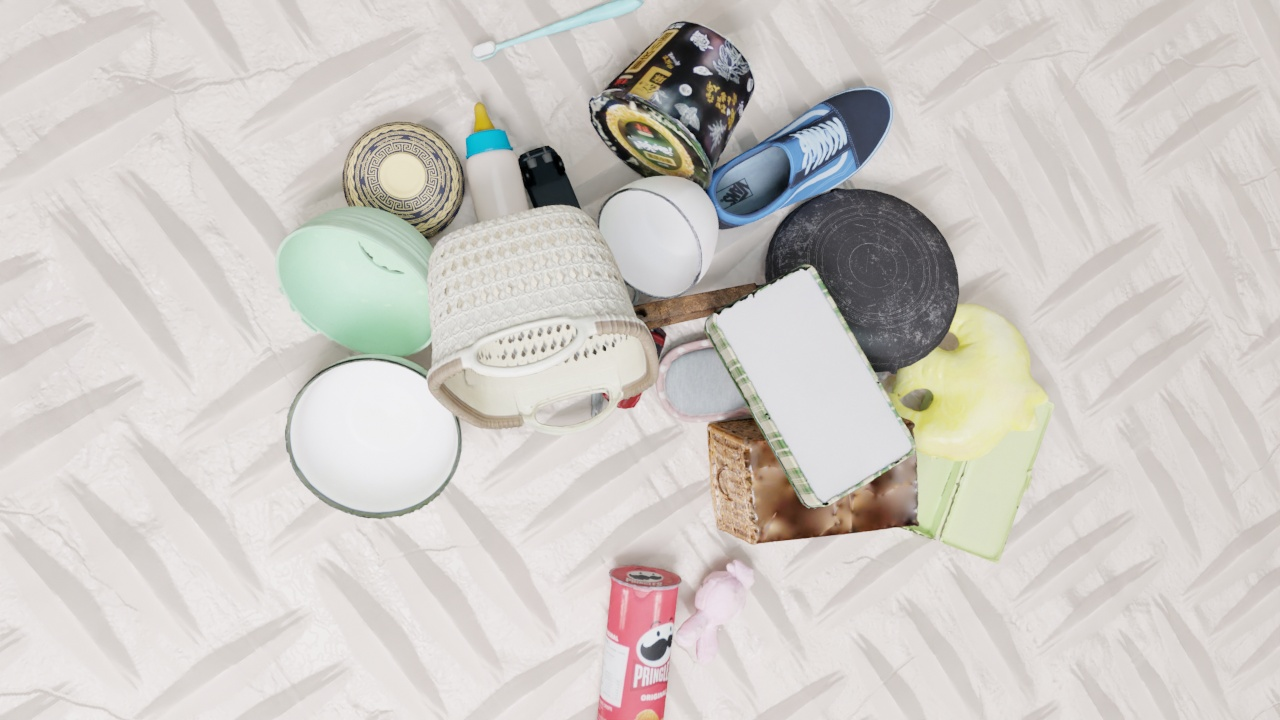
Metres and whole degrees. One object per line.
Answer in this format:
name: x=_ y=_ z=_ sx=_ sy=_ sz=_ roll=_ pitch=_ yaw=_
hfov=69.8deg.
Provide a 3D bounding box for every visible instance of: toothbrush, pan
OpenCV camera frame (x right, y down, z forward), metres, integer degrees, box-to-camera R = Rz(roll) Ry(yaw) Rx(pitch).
toothbrush: x=-0.079 y=-0.325 z=0.891 sx=0.180 sy=0.016 sz=0.016 roll=-22 pitch=98 yaw=-11
pan: x=0.154 y=-0.074 z=0.911 sx=0.356 sy=0.040 sz=0.207 roll=-11 pitch=73 yaw=-11

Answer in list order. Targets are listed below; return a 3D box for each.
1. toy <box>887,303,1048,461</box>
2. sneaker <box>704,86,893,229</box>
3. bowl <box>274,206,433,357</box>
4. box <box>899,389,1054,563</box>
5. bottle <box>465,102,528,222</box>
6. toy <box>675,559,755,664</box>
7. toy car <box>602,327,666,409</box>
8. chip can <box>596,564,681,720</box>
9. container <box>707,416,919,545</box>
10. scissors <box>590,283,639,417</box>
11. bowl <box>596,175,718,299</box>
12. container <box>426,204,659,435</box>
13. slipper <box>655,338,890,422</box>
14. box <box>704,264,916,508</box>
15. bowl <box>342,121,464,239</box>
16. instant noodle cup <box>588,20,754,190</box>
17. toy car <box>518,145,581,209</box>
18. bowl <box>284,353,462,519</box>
toy: x=0.341 y=0.028 z=0.956 sx=0.155 sy=0.064 sz=0.170 roll=22 pitch=87 yaw=11
sneaker: x=0.165 y=-0.200 z=0.910 sx=0.241 sy=0.098 sz=0.083 roll=-31 pitch=100 yaw=-9
bowl: x=-0.240 y=-0.080 z=0.824 sx=0.151 sy=0.151 sz=0.076 roll=30 pitch=45 yaw=-13
box: x=0.355 y=0.111 z=1.001 sx=0.141 sy=0.044 sz=0.187 roll=18 pitch=89 yaw=8
bottle: x=-0.138 y=-0.171 z=0.870 sx=0.051 sy=0.051 sz=0.146 roll=-13 pitch=96 yaw=-11
toy: x=0.076 y=0.253 z=0.938 sx=0.109 sy=0.047 sz=0.063 roll=-55 pitch=139 yaw=-28
toy car: x=-0.005 y=0.005 z=0.916 sx=0.042 sy=0.036 sz=0.091 roll=25 pitch=93 yaw=-30
chip can: x=-0.007 y=0.330 z=0.922 sx=0.073 sy=0.073 sz=0.233 roll=5 pitch=93 yaw=-13
container: x=0.174 y=0.114 z=0.927 sx=0.198 sy=0.113 sz=0.114 roll=-6 pitch=95 yaw=-11
scissors: x=-0.047 y=-0.026 z=0.917 sx=0.095 sy=0.014 sz=0.170 roll=26 pitch=86 yaw=-21
bowl: x=0.023 y=-0.124 z=0.869 sx=0.116 sy=0.117 sz=0.065 roll=53 pitch=48 yaw=-11
container: x=-0.086 y=-0.026 z=0.794 sx=0.184 sy=0.246 sz=0.142 roll=-14 pitch=74 yaw=0
slipper: x=0.149 y=0.004 z=0.943 sx=0.274 sy=0.054 sz=0.114 roll=-13 pitch=97 yaw=-11
box: x=0.153 y=0.023 z=0.846 sx=0.117 sy=0.050 sz=0.205 roll=-30 pitch=85 yaw=-10
bowl: x=-0.218 y=-0.167 z=0.847 sx=0.112 sy=0.061 sz=0.112 roll=-1 pitch=94 yaw=-12
instant noodle cup: x=0.036 y=-0.244 z=0.869 sx=0.137 sy=0.137 sz=0.112 roll=36 pitch=76 yaw=-12
toy car: x=-0.083 y=-0.153 z=0.890 sx=0.046 sy=0.034 sz=0.112 roll=-22 pitch=88 yaw=-10
bowl: x=-0.239 y=0.061 z=0.843 sx=0.153 sy=0.072 sz=0.153 roll=-1 pitch=108 yaw=-5
